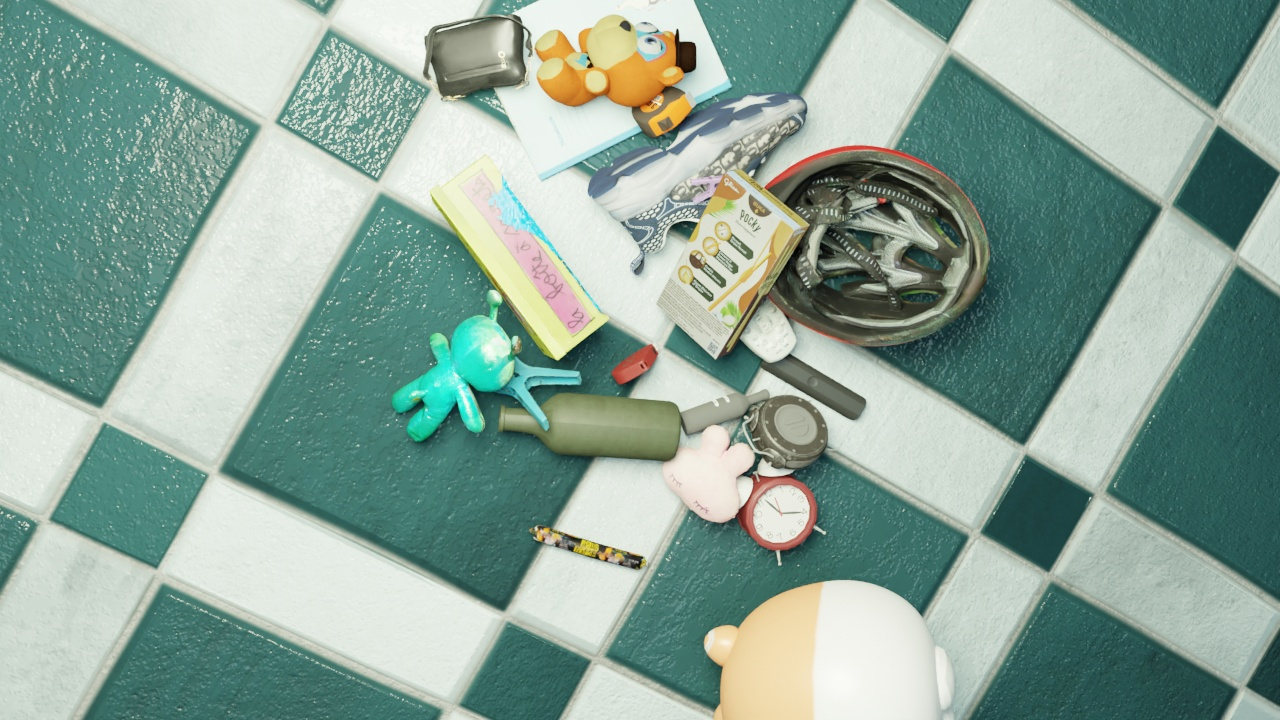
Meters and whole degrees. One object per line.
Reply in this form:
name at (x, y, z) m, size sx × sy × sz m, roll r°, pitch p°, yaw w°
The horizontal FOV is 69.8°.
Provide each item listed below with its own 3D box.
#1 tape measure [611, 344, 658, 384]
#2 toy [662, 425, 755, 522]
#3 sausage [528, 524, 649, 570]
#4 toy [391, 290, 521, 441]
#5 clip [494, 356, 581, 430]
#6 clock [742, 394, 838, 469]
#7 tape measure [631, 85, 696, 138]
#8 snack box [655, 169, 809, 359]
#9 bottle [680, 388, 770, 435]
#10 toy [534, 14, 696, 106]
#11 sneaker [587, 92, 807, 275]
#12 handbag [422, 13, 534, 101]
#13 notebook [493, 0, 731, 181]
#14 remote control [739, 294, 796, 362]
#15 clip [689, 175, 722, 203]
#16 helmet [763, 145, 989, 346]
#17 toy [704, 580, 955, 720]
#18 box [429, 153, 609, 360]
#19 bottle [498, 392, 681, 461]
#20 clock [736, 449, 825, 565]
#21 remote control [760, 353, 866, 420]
tape measure at (-0.006, 0.006, 1.080) m, size 0.051 × 0.058 × 0.019 m, roll -28°, pitch 102°, yaw 24°
toy at (0.084, 0.132, 1.093) m, size 0.108 × 0.053 × 0.105 m, roll 38°, pitch 98°, yaw 18°
sausage at (-0.062, 0.227, 1.108) m, size 0.155 × 0.020 × 0.020 m, roll 19°, pitch 93°, yaw -12°
toy at (-0.201, 0.013, 1.007) m, size 0.194 × 0.072 × 0.130 m, roll -39°, pitch 71°, yaw 18°
clip at (-0.140, 0.031, 1.034) m, size 0.120 × 0.027 × 0.103 m, roll 26°, pitch 58°, yaw 20°
clock at (0.174, 0.089, 1.105) m, size 0.122 × 0.044 × 0.091 m, roll -11°, pitch 61°, yaw -25°
tape measure at (0.023, -0.280, 1.035) m, size 0.058 × 0.058 × 0.038 m, roll -51°, pitch 141°, yaw -6°
snack box at (0.097, -0.104, 1.017) m, size 0.101 × 0.031 × 0.186 m, roll 44°, pitch 129°, yaw 20°
bottle at (0.104, 0.058, 1.114) m, size 0.113 × 0.030 × 0.030 m, roll -19°, pitch 100°, yaw -8°
toy at (-0.026, -0.323, 1.001) m, size 0.176 × 0.112 × 0.096 m, roll 0°, pitch 137°, yaw -11°
sneaker at (0.081, -0.208, 1.057) m, size 0.269 × 0.103 × 0.132 m, roll -30°, pitch 116°, yaw -6°
handbag at (-0.177, -0.327, 0.994) m, size 0.128 × 0.054 × 0.079 m, roll -9°, pitch 103°, yaw 11°
notebook at (-0.042, -0.342, 1.050) m, size 0.253 × 0.009 × 0.181 m, roll -28°, pitch 101°, yaw -6°
remote control at (0.138, -0.050, 1.100) m, size 0.060 × 0.028 × 0.114 m, roll -37°, pitch 90°, yaw -6°
clip at (0.076, -0.188, 1.008) m, size 0.051 × 0.014 × 0.045 m, roll 6°, pitch 115°, yaw -20°
helmet at (0.256, -0.132, 1.047) m, size 0.272 × 0.166 × 0.218 m, roll 18°, pitch 108°, yaw -3°
toy at (0.218, 0.387, 1.068) m, size 0.281 × 0.265 × 0.263 m, roll 0°, pitch 114°, yaw 17°
box at (-0.136, -0.111, 1.004) m, size 0.080 × 0.124 × 0.221 m, roll -40°, pitch 103°, yaw -7°
bottle at (-0.060, 0.075, 1.064) m, size 0.206 × 0.071 × 0.071 m, roll 5°, pitch 95°, yaw -11°
clock at (0.161, 0.174, 1.129) m, size 0.096 × 0.048 × 0.137 m, roll -33°, pitch 103°, yaw -5°
remote control at (0.215, 0.028, 1.138) m, size 0.147 × 0.015 × 0.033 m, roll 30°, pitch 90°, yaw -13°
